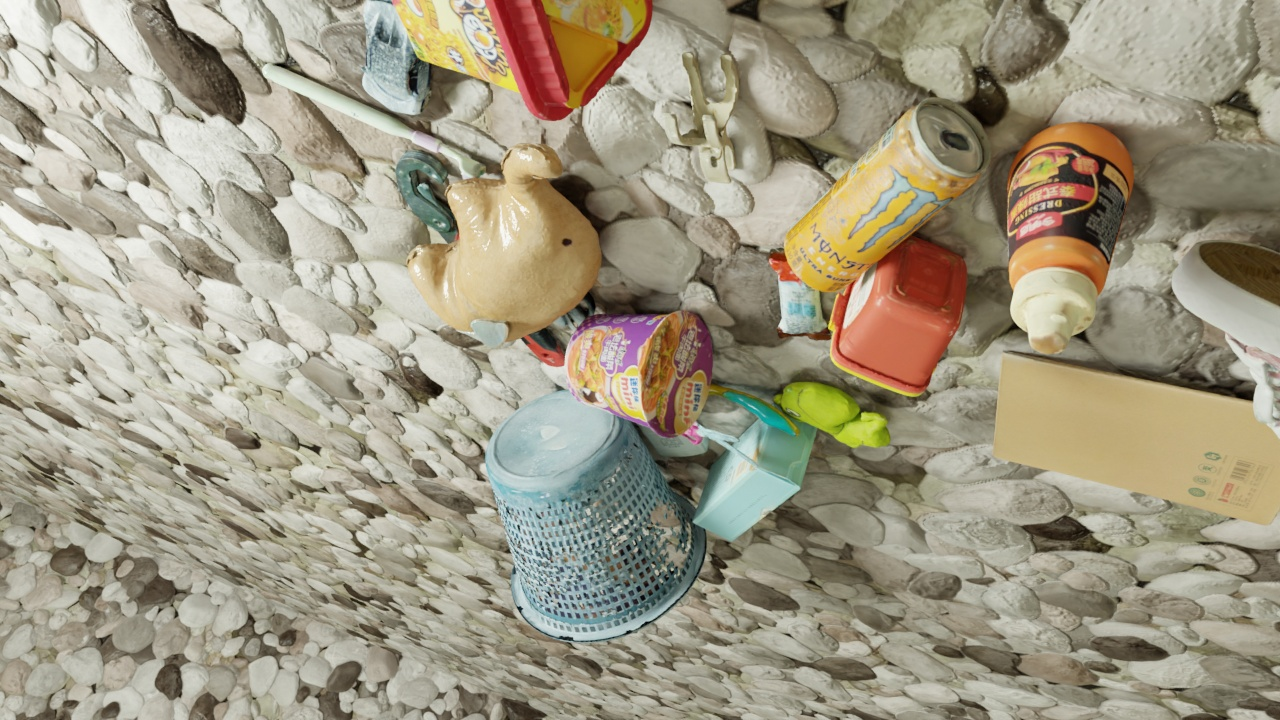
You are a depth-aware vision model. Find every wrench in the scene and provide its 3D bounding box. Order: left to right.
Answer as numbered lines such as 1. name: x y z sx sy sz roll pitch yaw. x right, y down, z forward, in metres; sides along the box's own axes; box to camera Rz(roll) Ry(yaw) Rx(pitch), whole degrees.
1. wrench: -0.141 -0.082 0.842 0.056 0.016 0.273 1 141 31

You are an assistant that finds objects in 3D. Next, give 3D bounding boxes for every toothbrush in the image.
1. toothbrush: -0.212 -0.189 0.726 0.189 0.029 0.020 26 106 -2

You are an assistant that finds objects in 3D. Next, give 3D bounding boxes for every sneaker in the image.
1. sneaker: 0.412 0.011 0.553 0.241 0.118 0.088 23 128 -10

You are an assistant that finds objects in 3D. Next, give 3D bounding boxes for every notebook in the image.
1. notebook: 0.382 0.060 0.705 0.208 0.008 0.148 14 148 27

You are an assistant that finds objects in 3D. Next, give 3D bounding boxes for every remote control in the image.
1. remote control: 0.017 0.048 0.923 0.058 0.021 0.150 -7 138 27

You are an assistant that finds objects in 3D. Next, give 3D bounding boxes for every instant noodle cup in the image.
1. instant noodle cup: -0.075 -0.216 0.526 0.124 0.115 0.116 19 150 29
2. instant noodle cup: -0.005 0.005 0.808 0.099 0.111 0.111 11 147 36

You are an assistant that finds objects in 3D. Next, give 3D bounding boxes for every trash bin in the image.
1. trash bin: -0.060 0.147 0.967 0.227 0.225 0.195 3 130 28

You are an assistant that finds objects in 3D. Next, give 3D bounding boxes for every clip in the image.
1. clip: 0.047 -0.162 0.599 0.035 0.095 0.102 8 -176 20

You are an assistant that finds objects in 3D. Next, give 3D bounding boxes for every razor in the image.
1. razor: 0.089 0.042 0.854 0.133 0.028 0.043 19 153 28

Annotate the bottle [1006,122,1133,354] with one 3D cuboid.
1. bottle: 0.232 -0.065 0.506 0.067 0.149 0.067 16 147 11

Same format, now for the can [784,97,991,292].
1. can: 0.153 -0.101 0.589 0.058 0.058 0.146 29 148 -10

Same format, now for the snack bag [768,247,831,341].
1. snack bag: 0.125 -0.047 0.715 0.045 0.026 0.105 2 144 15

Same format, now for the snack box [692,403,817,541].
1. snack box: 0.111 0.115 0.916 0.051 0.074 0.175 27 148 -4

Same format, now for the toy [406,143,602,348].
1. toy: -0.095 -0.093 0.735 0.143 0.082 0.227 21 141 -23

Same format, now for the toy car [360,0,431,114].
1. toy car: -0.174 -0.215 0.653 0.049 0.031 0.106 25 149 -2

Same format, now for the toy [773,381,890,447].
1. toy: 0.171 0.047 0.818 0.100 0.031 0.097 38 153 -26

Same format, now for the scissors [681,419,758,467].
1. scissors: 0.060 0.070 0.858 0.135 0.017 0.108 33 162 32

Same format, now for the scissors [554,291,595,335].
1. scissors: -0.062 -0.022 0.886 0.133 0.014 0.176 23 151 -1

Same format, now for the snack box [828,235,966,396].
1. snack box: 0.181 -0.035 0.641 0.082 0.091 0.080 21 141 2
